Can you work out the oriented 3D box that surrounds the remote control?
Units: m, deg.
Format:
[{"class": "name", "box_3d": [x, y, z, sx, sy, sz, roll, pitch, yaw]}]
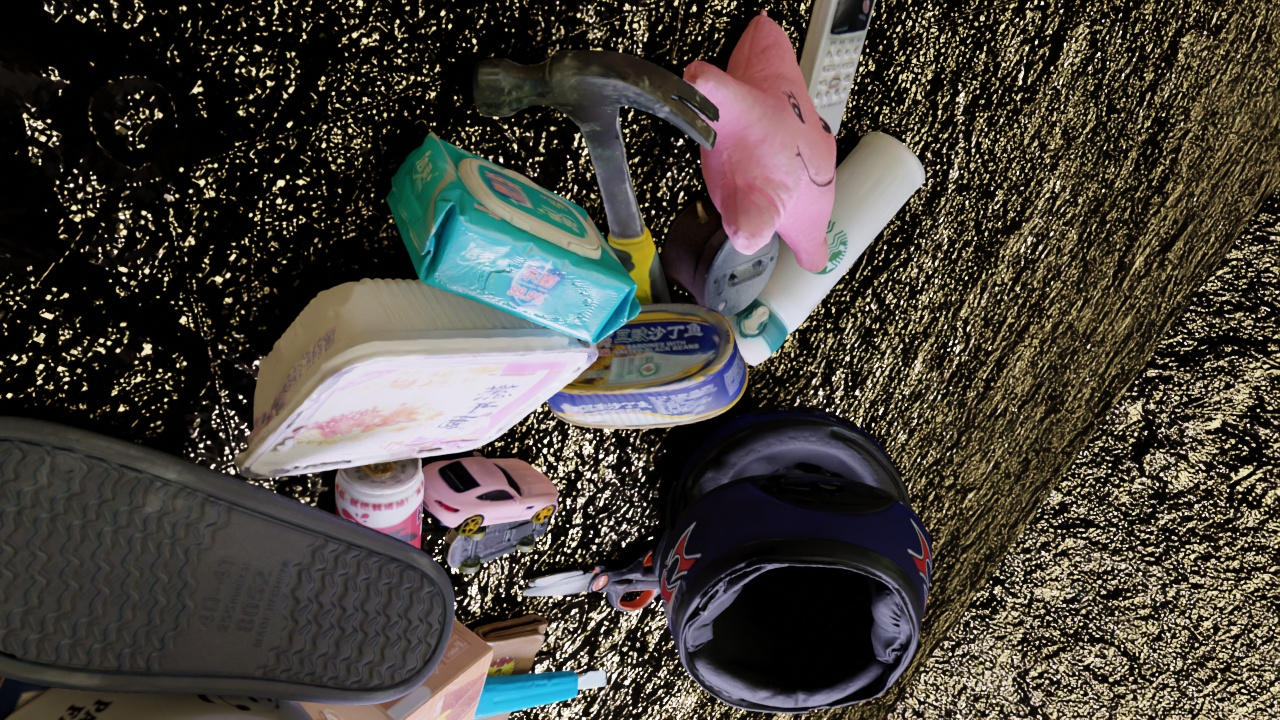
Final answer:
[{"class": "remote control", "box_3d": [0.148, -0.238, 0.696, 0.058, 0.021, 0.150, -23, 136, -39]}]

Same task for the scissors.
[{"class": "scissors", "box_3d": [-0.039, 0.223, 0.879, 0.234, 0.022, 0.143, -16, 132, -44]}]

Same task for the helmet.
[{"class": "helmet", "box_3d": [0.136, 0.158, 0.834, 0.316, 0.247, 0.239, 93, 2, -49]}]

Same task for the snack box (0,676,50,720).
[{"class": "snack box", "box_3d": [-0.298, 0.207, 0.523, 0.177, 0.046, 0.183, 15, 107, -55]}]

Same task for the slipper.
[{"class": "slipper", "box_3d": [-0.226, 0.110, 0.465, 0.268, 0.083, 0.110, 26, 73, -33]}]

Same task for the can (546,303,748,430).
[{"class": "can", "box_3d": [-0.004, 0.004, 0.627, 0.049, 0.148, 0.074, 62, 30, -52]}]

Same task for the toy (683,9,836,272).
[{"class": "toy", "box_3d": [0.082, -0.152, 0.615, 0.194, 0.075, 0.178, 4, 80, -59]}]

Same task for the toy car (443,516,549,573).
[{"class": "toy car", "box_3d": [-0.110, 0.128, 0.694, 0.090, 0.035, 0.042, -17, 130, -42]}]

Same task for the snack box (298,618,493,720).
[{"class": "snack box", "box_3d": [-0.173, 0.224, 0.635, 0.094, 0.093, 0.077, -26, 140, -55]}]

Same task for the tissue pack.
[{"class": "tissue pack", "box_3d": [-0.066, -0.064, 0.492, 0.133, 0.093, 0.050, 20, 115, -38]}]

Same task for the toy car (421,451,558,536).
[{"class": "toy car", "box_3d": [-0.106, 0.090, 0.648, 0.122, 0.056, 0.037, 3, 124, -53]}]

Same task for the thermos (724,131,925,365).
[{"class": "thermos", "box_3d": [0.148, -0.093, 0.783, 0.224, 0.073, 0.073, -49, 146, -7]}]

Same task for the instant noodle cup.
[{"class": "instant noodle cup", "box_3d": [-0.125, 0.004, 0.506, 0.138, 0.060, 0.173, -37, 160, 36]}]

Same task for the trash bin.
[{"class": "trash bin", "box_3d": [-0.197, 0.280, 0.419, 0.229, 0.252, 0.230, -24, 129, -34]}]

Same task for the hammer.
[{"class": "hammer", "box_3d": [-0.003, -0.070, 0.605, 0.324, 0.126, 0.031, 73, 21, -58]}]

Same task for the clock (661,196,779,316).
[{"class": "clock", "box_3d": [0.059, -0.070, 0.706, 0.081, 0.055, 0.122, -25, 138, -38]}]

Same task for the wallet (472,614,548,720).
[{"class": "wallet", "box_3d": [-0.133, 0.283, 0.811, 0.090, 0.033, 0.115, 8, 110, -52]}]

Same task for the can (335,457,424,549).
[{"class": "can", "box_3d": [-0.169, 0.117, 0.594, 0.053, 0.053, 0.133, -21, 135, -40]}]

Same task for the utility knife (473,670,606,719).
[{"class": "utility knife", "box_3d": [-0.089, 0.296, 0.826, 0.194, 0.018, 0.034, 17, 88, -51]}]
